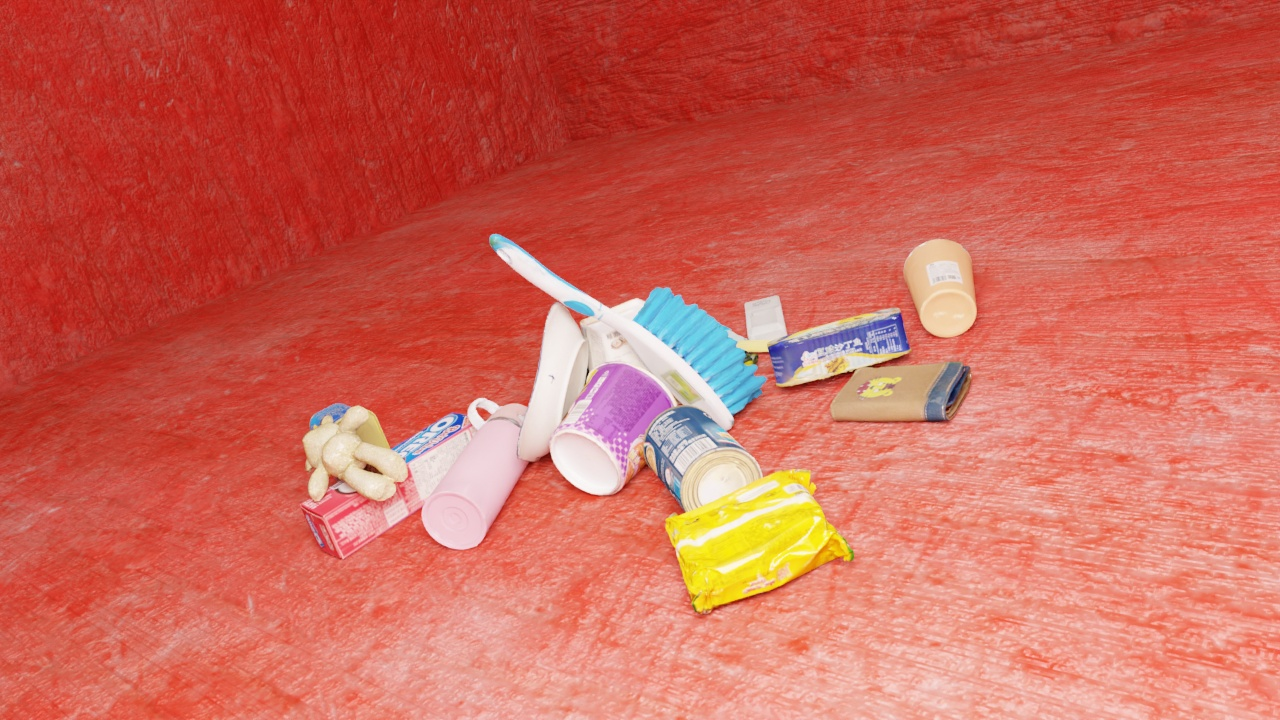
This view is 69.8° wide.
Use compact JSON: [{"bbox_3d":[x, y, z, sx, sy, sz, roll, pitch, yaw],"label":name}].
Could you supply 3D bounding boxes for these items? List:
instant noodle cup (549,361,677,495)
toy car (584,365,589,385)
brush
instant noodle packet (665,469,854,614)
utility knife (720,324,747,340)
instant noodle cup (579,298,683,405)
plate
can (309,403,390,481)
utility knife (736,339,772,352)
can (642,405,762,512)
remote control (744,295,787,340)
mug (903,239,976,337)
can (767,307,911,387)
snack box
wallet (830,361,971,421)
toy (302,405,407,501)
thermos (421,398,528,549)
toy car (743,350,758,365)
[{"bbox_3d":[-0.030,0.073,0.905,0.112,0.111,0.099,-1,35,36],"label":"instant noodle cup"},{"bbox_3d":[-0.057,0.024,1.127,0.158,0.042,0.070,-23,21,-13],"label":"toy car"},{"bbox_3d":[-0.007,-0.042,0.924,0.109,0.314,0.061,-50,11,-30],"label":"brush"},{"bbox_3d":[0.090,0.138,0.715,0.128,0.044,0.110,-21,27,-1],"label":"instant noodle packet"},{"bbox_3d":[0.080,-0.048,1.226,0.034,0.018,0.182,-26,29,-25],"label":"utility knife"},{"bbox_3d":[-0.006,0.006,1.016,0.116,0.124,0.117,-24,22,-17],"label":"instant noodle cup"},{"bbox_3d":[-0.084,0.029,0.959,0.034,0.164,0.163,12,-6,5],"label":"plate"},{"bbox_3d":[-0.332,0.102,1.060,0.057,0.102,0.083,-30,23,-30],"label":"can"},{"bbox_3d":[0.157,-0.020,1.103,0.184,0.019,0.030,4,25,32],"label":"utility knife"},{"bbox_3d":[0.054,0.093,0.816,0.075,0.075,0.111,-21,21,-10],"label":"can"},{"bbox_3d":[0.160,-0.054,1.184,0.049,0.024,0.124,-13,20,9],"label":"remote control"},{"bbox_3d":[0.342,-0.079,1.038,0.078,0.078,0.122,-11,26,17],"label":"mug"},{"bbox_3d":[0.211,-0.014,0.977,0.148,0.049,0.074,-15,4,-1],"label":"can"},{"bbox_3d":[-0.257,0.130,0.991,0.057,0.058,0.206,9,32,44],"label":"snack box"},{"bbox_3d":[0.252,0.031,0.885,0.115,0.033,0.090,-5,24,39],"label":"wallet"},{"bbox_3d":[-0.294,0.101,0.939,0.157,0.066,0.105,14,79,43],"label":"toy"},{"bbox_3d":[-0.164,0.105,0.946,0.067,0.087,0.198,-45,10,26],"label":"thermos"},{"bbox_3d":[0.096,0.006,1.044,0.048,0.032,0.105,19,18,26],"label":"toy car"}]
